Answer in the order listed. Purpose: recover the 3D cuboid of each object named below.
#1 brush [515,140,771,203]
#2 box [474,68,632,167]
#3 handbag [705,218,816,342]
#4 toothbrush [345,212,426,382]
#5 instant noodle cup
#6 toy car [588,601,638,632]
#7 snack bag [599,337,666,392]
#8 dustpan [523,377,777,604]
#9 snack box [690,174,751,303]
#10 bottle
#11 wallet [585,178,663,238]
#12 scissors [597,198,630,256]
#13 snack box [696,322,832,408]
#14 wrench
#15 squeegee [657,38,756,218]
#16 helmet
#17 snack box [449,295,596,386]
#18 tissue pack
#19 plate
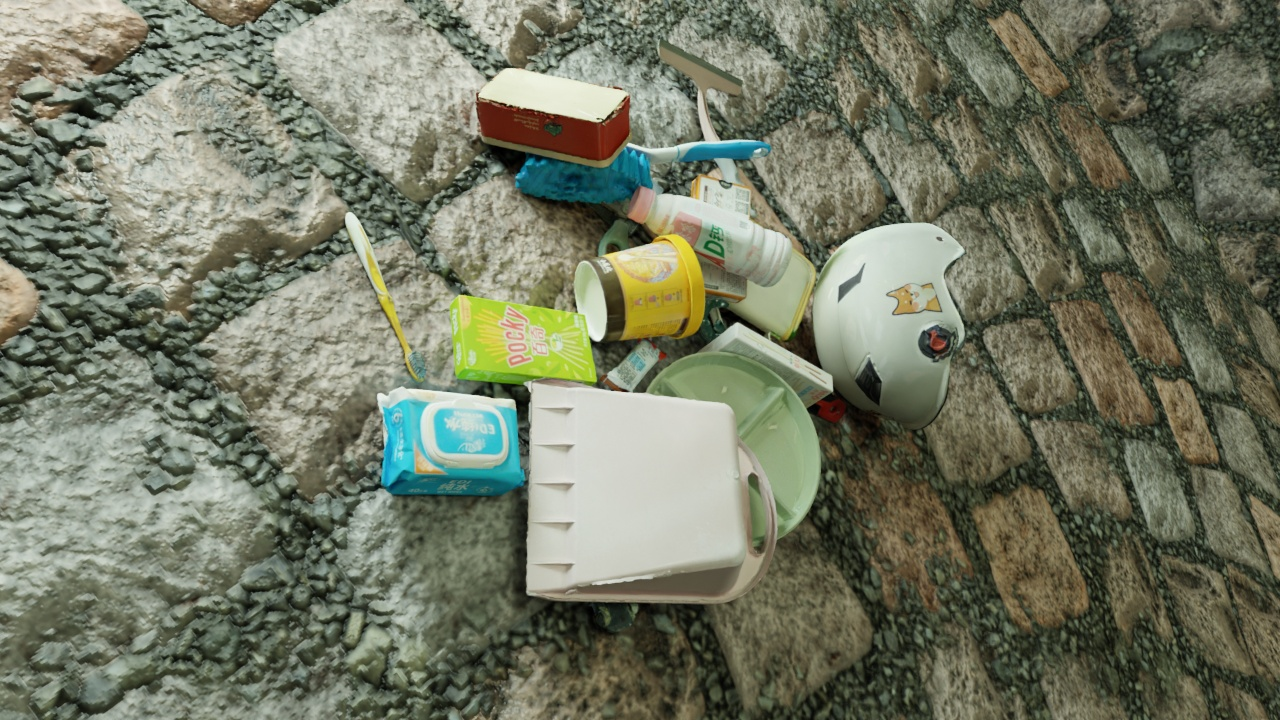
[{"bbox_3d":[0.010,-0.239,1.110,0.314,0.061,0.109,4,49,-6],"label":"brush"},{"bbox_3d":[-0.099,-0.288,1.054,0.168,0.076,0.091,16,46,17],"label":"box"},{"bbox_3d":[0.136,-0.083,1.200,0.163,0.063,0.178,31,65,-21],"label":"handbag"},{"bbox_3d":[-0.252,-0.066,0.906,0.016,0.018,0.191,-16,76,-44],"label":"toothbrush"},{"bbox_3d":[-0.005,-0.075,1.032,0.114,0.119,0.118,-13,73,-22],"label":"instant noodle cup"},{"bbox_3d":[-0.037,0.222,0.898,0.042,0.034,0.090,-13,73,-41],"label":"toy car"},{"bbox_3d":[-0.006,0.006,1.051,0.048,0.026,0.103,38,48,-3],"label":"snack bag"},{"bbox_3d":[0.015,0.147,0.941,0.273,0.139,0.222,2,65,-1],"label":"dustpan"},{"bbox_3d":[0.097,-0.151,1.143,0.075,0.026,0.153,10,74,-19],"label":"snack box"},{"bbox_3d":[0.081,-0.151,1.084,0.197,0.068,0.068,22,53,-14],"label":"bottle"},{"bbox_3d":[-0.027,-0.219,1.170,0.097,0.019,0.120,42,46,-10],"label":"wallet"},{"bbox_3d":[0.014,-0.155,1.134,0.181,0.019,0.170,-4,76,-25],"label":"scissors"},{"bbox_3d":[0.150,0.016,1.126,0.156,0.085,0.026,27,47,-24],"label":"snack box"},{"bbox_3d":[0.168,0.008,1.168,0.273,0.016,0.056,36,92,-27],"label":"wrench"},{"bbox_3d":[0.114,-0.314,1.320,0.247,0.040,0.249,-1,71,-57],"label":"squeegee"},{"bbox_3d":[0.308,-0.052,1.212,0.157,0.230,0.274,7,86,-10],"label":"helmet"},{"bbox_3d":[-0.123,-0.017,0.973,0.156,0.026,0.085,7,61,-34],"label":"snack box"},{"bbox_3d":[-0.176,0.077,0.852,0.139,0.063,0.090,8,61,-35],"label":"tissue pack"},{"bbox_3d":[0.099,0.100,1.042,0.230,0.028,0.229,7,66,-17],"label":"plate"}]
